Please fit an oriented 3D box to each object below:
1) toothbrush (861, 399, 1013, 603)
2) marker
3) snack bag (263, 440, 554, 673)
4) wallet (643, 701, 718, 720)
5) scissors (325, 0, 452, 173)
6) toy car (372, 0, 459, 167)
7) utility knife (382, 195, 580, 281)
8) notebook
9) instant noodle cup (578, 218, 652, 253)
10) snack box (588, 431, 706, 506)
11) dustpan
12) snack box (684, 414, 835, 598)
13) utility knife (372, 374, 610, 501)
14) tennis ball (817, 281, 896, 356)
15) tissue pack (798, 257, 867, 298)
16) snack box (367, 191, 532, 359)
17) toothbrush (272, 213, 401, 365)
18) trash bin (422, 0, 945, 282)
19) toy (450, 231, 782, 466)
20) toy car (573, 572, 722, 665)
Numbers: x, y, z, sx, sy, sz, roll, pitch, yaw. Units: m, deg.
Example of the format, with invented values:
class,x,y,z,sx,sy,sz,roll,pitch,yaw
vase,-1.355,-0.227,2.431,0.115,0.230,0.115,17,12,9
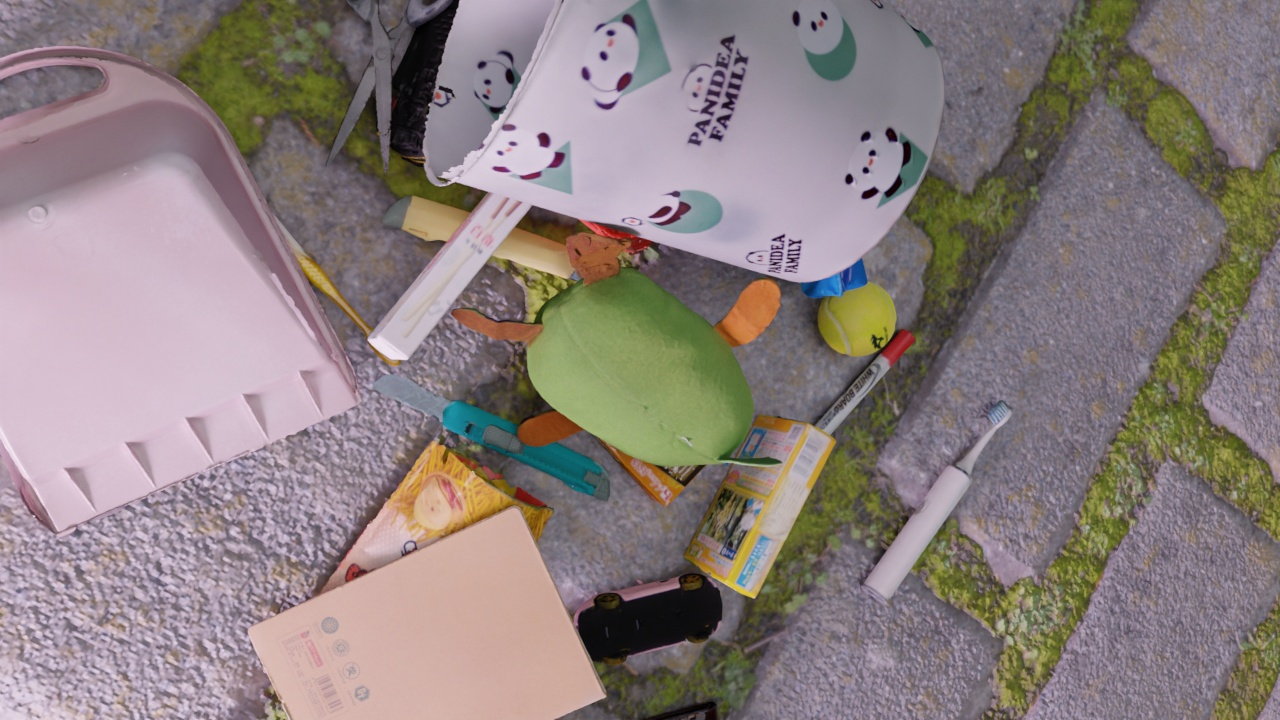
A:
class,x,y,z,sx,sy,sz,roll,pitch,yaw
toothbrush,0.275,0.125,0.834,0.026,0.027,0.220,42,78,-11
marker,0.191,0.027,0.807,0.145,0.017,0.017,-45,105,-13
snack bag,-0.161,0.170,0.667,0.128,0.073,0.208,34,88,-18
wallet,0.026,0.353,0.757,0.096,0.020,0.122,-8,92,-19
scissors,-0.179,-0.221,0.640,0.174,0.014,0.159,-37,74,7
toy car,-0.137,-0.215,0.656,0.041,0.071,0.156,25,84,-62
utility knife,-0.111,-0.090,0.695,0.164,0.018,0.031,16,90,-18
notebook,-0.147,0.208,0.634,0.207,0.008,0.148,-25,92,1
instant noodle cup,-0.018,-0.190,0.694,0.188,0.079,0.164,35,83,-21
snack box,-0.007,0.037,0.731,0.075,0.026,0.154,-45,105,-12
dustpan,-0.342,-0.058,0.611,0.222,0.139,0.274,-22,126,-15
snack box,0.094,0.113,0.737,0.033,0.087,0.140,34,80,-17
utility knife,-0.108,0.059,0.702,0.205,0.013,0.029,27,82,-18
tennis ball,0.183,-0.036,0.776,0.065,0.065,0.065,-1,92,-20
tissue pack,0.140,-0.100,0.722,0.052,0.157,0.095,-15,99,12
snack box,-0.128,-0.068,0.637,0.027,0.085,0.156,40,77,-16
toothbrush,-0.238,-0.068,0.653,0.016,0.018,0.191,-44,102,-16
trash bin,0.028,-0.171,0.560,0.251,0.230,0.229,18,85,-28
toy,-0.004,0.004,0.644,0.227,0.089,0.246,-28,129,25
toy car,0.006,0.205,0.734,0.122,0.037,0.056,-9,99,-17
